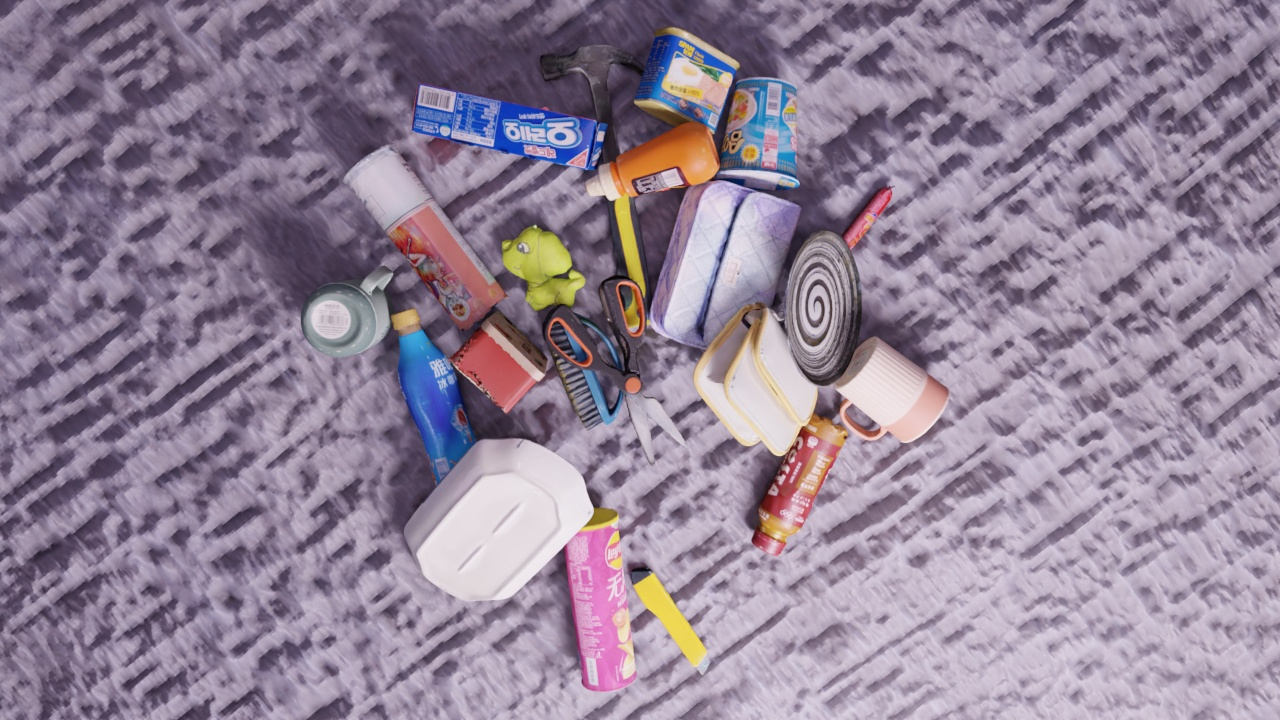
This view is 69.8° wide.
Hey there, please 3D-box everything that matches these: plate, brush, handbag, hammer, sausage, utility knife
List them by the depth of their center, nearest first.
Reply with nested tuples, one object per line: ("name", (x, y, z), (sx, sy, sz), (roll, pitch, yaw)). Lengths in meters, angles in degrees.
("plate", (0.203, -0.060, 1.043), (0.024, 0.179, 0.179), (4, 101, 40))
("handbag", (0.158, 0.004, 1.045), (0.178, 0.063, 0.163), (-54, 133, -14))
("handbag", (0.097, -0.102, 1.051), (0.134, 0.075, 0.194), (12, 99, -22))
("plate", (-0.171, 0.196, 1.055), (0.162, 0.034, 0.266), (36, 120, -13))
("hammer", (-0.023, -0.199, 1.060), (0.126, 0.032, 0.323), (-11, 99, 0))
("brush", (-0.060, 0.007, 1.076), (0.073, 0.055, 0.144), (-23, 98, 1))
("sausage", (0.249, -0.146, 1.085), (0.020, 0.020, 0.156), (39, 95, -7))
("utility knife", (0.038, 0.325, 1.148), (0.033, 0.015, 0.168), (-32, 100, 8))

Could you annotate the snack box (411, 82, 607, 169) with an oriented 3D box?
("snack box", (-0.144, -0.257, 1.013), (0.207, 0.058, 0.057), (13, 102, 7))

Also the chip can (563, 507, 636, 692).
("chip can", (-0.050, 0.289, 1.111), (0.071, 0.071, 0.210), (-7, 99, -2))

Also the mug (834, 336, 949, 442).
("mug", (0.286, 0.043, 1.090), (0.106, 0.081, 0.115), (37, 124, -5))

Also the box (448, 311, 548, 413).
("box", (-0.160, 0.003, 1.014), (0.091, 0.168, 0.077), (44, 91, -7))

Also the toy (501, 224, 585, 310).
("toy", (-0.113, -0.108, 1.070), (0.096, 0.031, 0.100), (0, 103, -2))

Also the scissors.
("scissors", (-0.029, 0.016, 1.053), (0.197, 0.022, 0.227), (1, 94, -18))

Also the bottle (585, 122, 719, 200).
("bottle", (0.009, -0.211, 1.010), (0.150, 0.066, 0.067), (-16, 99, 15))

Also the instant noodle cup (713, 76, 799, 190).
("instant noodle cup", (0.135, -0.255, 1.031), (0.099, 0.099, 0.110), (7, 91, -3))

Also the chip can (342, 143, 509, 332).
("chip can", (-0.240, -0.137, 1.040), (0.071, 0.071, 0.215), (-37, 99, 3))

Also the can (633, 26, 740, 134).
("can", (0.050, -0.306, 1.016), (0.102, 0.057, 0.083), (19, 91, -33))

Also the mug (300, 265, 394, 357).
("mug", (-0.320, -0.059, 1.030), (0.082, 0.106, 0.112), (39, 94, -6))

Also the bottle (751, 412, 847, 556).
("bottle", (0.188, 0.150, 1.106), (0.057, 0.057, 0.175), (24, 97, -6))

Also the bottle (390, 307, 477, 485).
("bottle", (-0.240, 0.046, 1.071), (0.065, 0.065, 0.219), (-18, 98, 0))
